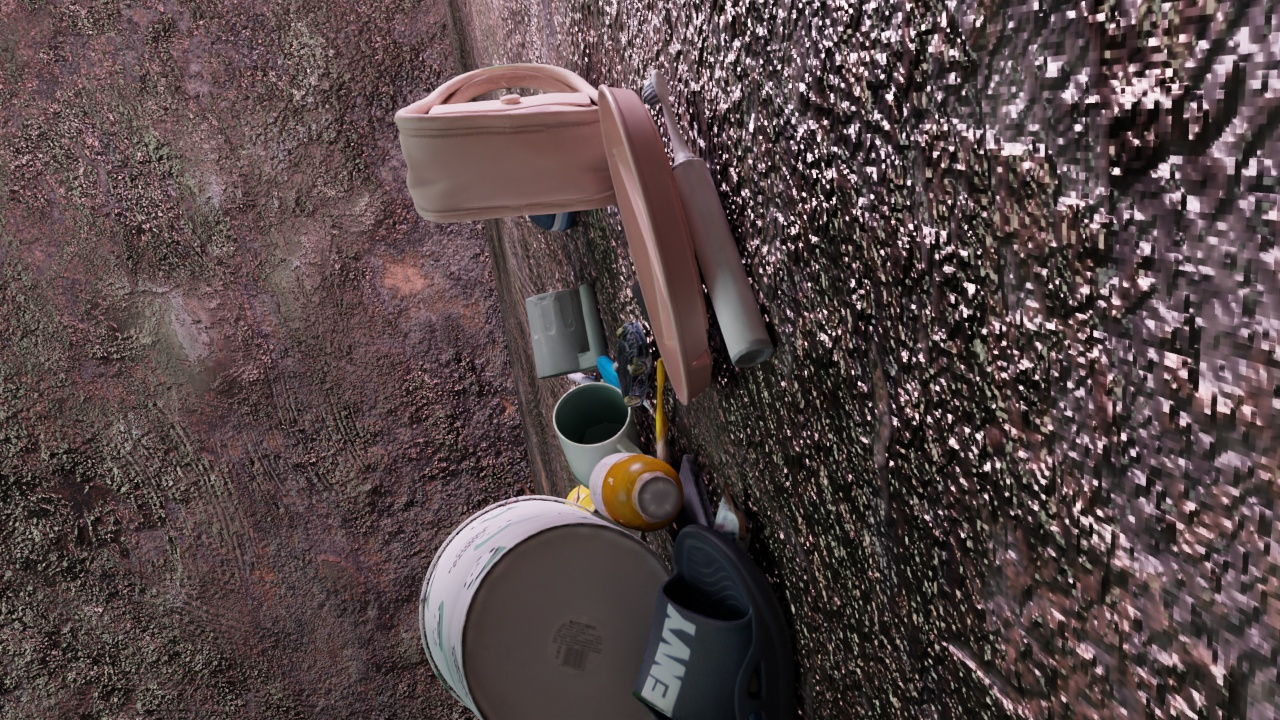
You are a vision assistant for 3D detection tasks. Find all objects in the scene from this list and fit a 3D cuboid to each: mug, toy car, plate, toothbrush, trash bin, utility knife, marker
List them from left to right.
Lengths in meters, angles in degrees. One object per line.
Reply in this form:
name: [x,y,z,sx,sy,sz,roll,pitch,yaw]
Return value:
trash bin: [-0.078,0.233,0.822,0.252,0.229,0.229,147,111,-73]
mug: [-0.087,-0.037,1.155,0.124,0.083,0.103,-15,85,52]
toothbrush: [-0.069,0.026,1.193,0.021,0.029,0.189,48,170,-15]
mug: [-0.032,0.094,0.984,0.112,0.082,0.106,32,153,32]
utility knife: [-0.018,0.027,1.001,0.034,0.018,0.191,65,171,-17]
toy car: [-0.005,0.005,0.885,0.106,0.031,0.049,101,156,-59]
plate: [0.011,-0.081,0.649,0.229,0.028,0.229,161,94,-88]
marker: [0.021,-0.025,0.764,0.132,0.020,0.022,-115,34,-46]
toothbrush: [0.024,0.062,0.852,0.192,0.018,0.016,88,168,-48]
toothbrush: [0.038,-0.099,0.586,0.026,0.026,0.220,-33,62,35]

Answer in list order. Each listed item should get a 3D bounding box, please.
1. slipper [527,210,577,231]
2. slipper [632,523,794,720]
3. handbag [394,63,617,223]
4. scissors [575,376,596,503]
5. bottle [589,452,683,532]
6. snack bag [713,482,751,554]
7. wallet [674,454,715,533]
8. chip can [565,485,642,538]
slipper: [-0.122,-0.216,1.084,0.253,0.095,0.105,152,108,-74]
slipper: [0.050,0.255,0.657,0.111,0.083,0.268,5,104,54]
handbag: [-0.115,-0.221,0.842,0.233,0.193,0.093,-101,8,-54]
scissors: [-0.074,0.105,1.236,0.162,0.012,0.176,98,179,-85]
bottle: [-0.003,0.118,0.829,0.190,0.068,0.068,157,101,-78]
snack bag: [0.067,0.136,0.686,0.105,0.026,0.045,94,164,-47]
wallet: [0.052,0.153,0.797,0.097,0.019,0.120,100,157,-57]
chip can: [-0.053,0.208,1.213,0.213,0.072,0.072,170,88,-79]
